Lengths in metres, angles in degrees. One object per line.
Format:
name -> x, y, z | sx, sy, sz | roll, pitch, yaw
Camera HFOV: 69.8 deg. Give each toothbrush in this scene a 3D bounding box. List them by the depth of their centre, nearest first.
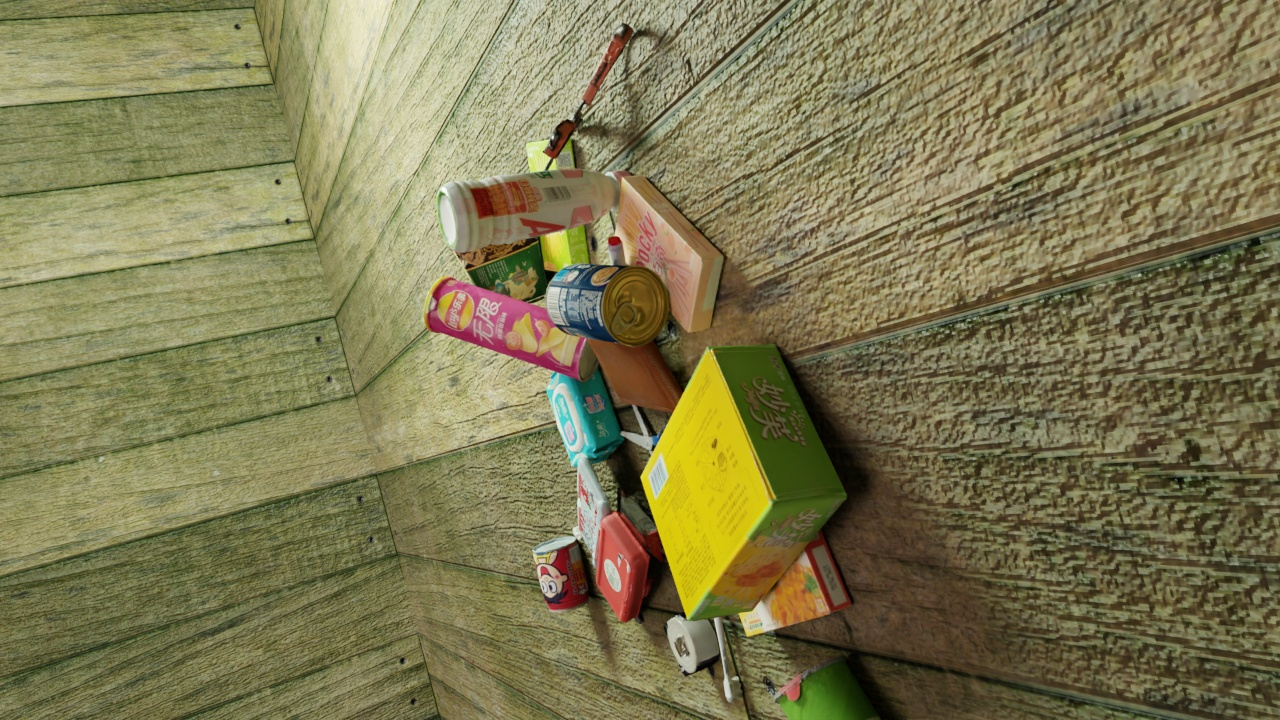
toothbrush -> 0.086, 0.273, 0.970 | 0.016, 0.016, 0.180 | -3, 97, 62
toothbrush -> -0.045, 0.285, 1.234 | 0.181, 0.018, 0.016 | 49, 140, 41

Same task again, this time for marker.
marker -> -0.017, -0.068, 0.957 | 0.017, 0.017, 0.145 | 50, 158, 42

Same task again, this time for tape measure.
tape measure -> 0.058, 0.312, 1.022 | 0.065, 0.033, 0.066 | 63, 152, 21

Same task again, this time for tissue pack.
tissue pack -> -0.072, 0.063, 1.134 | 0.133, 0.050, 0.093 | 69, 154, 14

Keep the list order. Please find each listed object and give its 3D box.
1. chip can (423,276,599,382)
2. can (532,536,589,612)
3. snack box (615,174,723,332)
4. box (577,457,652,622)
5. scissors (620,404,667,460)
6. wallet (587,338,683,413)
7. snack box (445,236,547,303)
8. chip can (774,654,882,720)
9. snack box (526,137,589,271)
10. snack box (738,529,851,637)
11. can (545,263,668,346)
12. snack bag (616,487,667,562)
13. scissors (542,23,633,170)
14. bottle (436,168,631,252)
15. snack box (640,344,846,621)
chip can -> -0.149, -0.039, 1.089 | 0.211, 0.071, 0.072 | 18, 127, 17
can -> -0.113, 0.309, 1.322 | 0.067, 0.066, 0.094 | -9, 95, 64
snack box -> 0.023, -0.105, 0.886 | 0.157, 0.026, 0.085 | 51, 145, 40
box -> -0.042, 0.223, 1.125 | 0.158, 0.039, 0.201 | 51, 156, 26
scissors -> 0.016, 0.098, 1.009 | 0.175, 0.012, 0.162 | 144, 115, -63
wallet -> -0.006, 0.006, 0.969 | 0.125, 0.032, 0.101 | 10, 131, 61
snack box -> -0.177, -0.125, 1.176 | 0.117, 0.118, 0.106 | -131, 22, -69
chip can -> 0.196, 0.355, 0.724 | 0.236, 0.072, 0.072 | 58, 149, 31
snack box -> -0.098, -0.183, 1.090 | 0.086, 0.026, 0.156 | 20, 121, 60
snack box -> 0.127, 0.201, 0.833 | 0.156, 0.027, 0.077 | -49, 57, 59
can -> -0.035, -0.056, 0.894 | 0.111, 0.075, 0.075 | 11, 113, 54
snack bag -> 0.000, 0.194, 1.084 | 0.104, 0.026, 0.048 | 39, 137, 51
scissors -> -0.062, -0.248, 0.917 | 0.189, 0.015, 0.225 | -56, 9, 15
bottle -> -0.099, -0.155, 0.908 | 0.068, 0.196, 0.068 | 39, 136, 50
snack box -> 0.078, 0.109, 0.796 | 0.211, 0.070, 0.157 | 114, 146, -46
